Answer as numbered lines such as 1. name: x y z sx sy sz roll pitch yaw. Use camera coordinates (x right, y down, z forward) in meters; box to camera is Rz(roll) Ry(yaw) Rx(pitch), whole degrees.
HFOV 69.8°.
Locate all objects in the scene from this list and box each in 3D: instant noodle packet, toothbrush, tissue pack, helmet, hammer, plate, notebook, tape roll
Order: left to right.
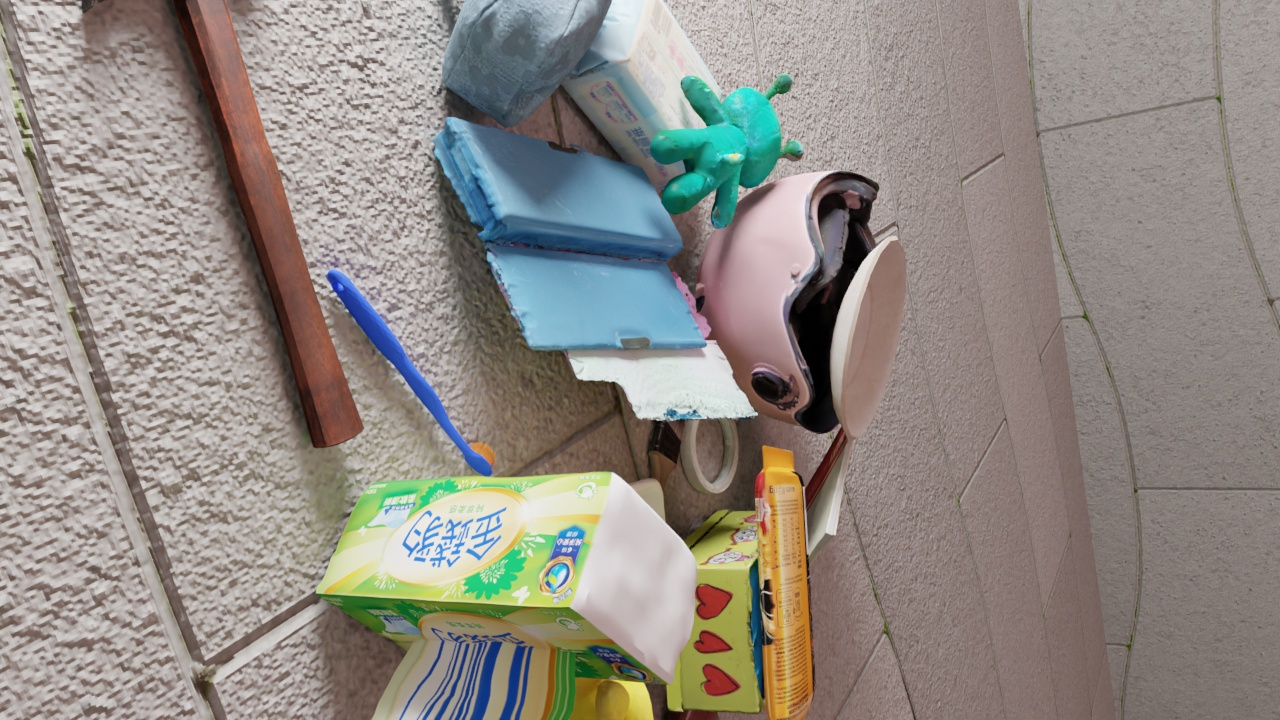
1. hammer: -0.209 -0.096 0.500 0.110 0.028 0.301 -31 112 -53
2. toothbrush: -0.143 0.011 0.592 0.182 0.016 0.018 60 37 -32
3. tissue pack: -0.082 0.149 0.504 0.120 0.198 0.141 45 48 -35
4. tissue pack: 0.006 -0.233 0.792 0.182 0.070 0.111 45 51 -46
5. tape roll: 0.068 0.083 0.891 0.093 0.013 0.093 10 78 -54
6. helmet: 0.140 -0.053 0.889 0.229 0.153 0.256 -58 142 -40
7. instant noodle packet: 0.114 0.179 0.717 0.159 0.032 0.220 22 65 -72
8. notebook: 0.180 0.156 0.942 0.209 0.012 0.152 101 9 -55
9. plate: 0.205 -0.022 0.844 0.188 0.027 0.189 -36 132 -53

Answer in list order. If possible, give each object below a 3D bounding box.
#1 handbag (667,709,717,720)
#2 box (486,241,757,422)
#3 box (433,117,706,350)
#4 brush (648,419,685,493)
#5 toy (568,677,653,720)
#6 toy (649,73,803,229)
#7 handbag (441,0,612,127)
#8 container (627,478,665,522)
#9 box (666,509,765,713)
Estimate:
1. handbag: 0.031 0.356 0.799 0.055 0.029 0.119 43 58 -42
2. box: -0.004 -0.015 0.717 0.230 0.035 0.159 5 50 -54
3. box: -0.034 -0.087 0.685 0.231 0.034 0.174 -4 63 -57
4. brush: 0.021 0.086 0.823 0.039 0.012 0.151 40 55 -46
5. toy: -0.040 0.206 0.603 0.092 0.207 0.134 -22 143 -25
6. toy: 0.078 -0.181 0.778 0.192 0.072 0.131 -35 119 -43
7. handbag: -0.078 -0.265 0.643 0.118 0.122 0.191 32 60 -11
8. container: -0.019 0.161 0.723 0.080 0.050 0.129 -5 91 -55
9. box: 0.082 0.206 0.793 0.220 0.081 0.124 -13 98 -70
